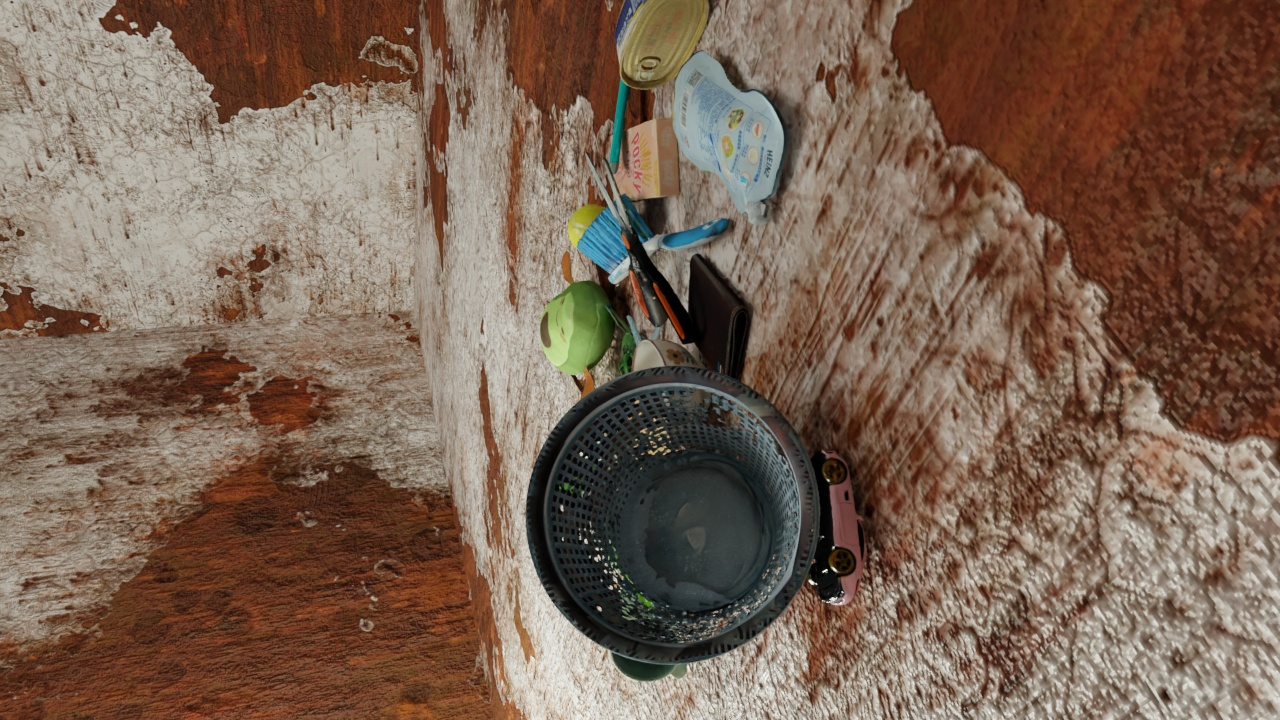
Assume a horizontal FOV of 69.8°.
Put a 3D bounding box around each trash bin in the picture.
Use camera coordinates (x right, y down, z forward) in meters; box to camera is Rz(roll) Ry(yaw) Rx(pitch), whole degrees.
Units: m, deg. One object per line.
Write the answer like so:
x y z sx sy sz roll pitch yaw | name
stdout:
0.038 0.136 0.785 0.195 0.227 0.226 54 -157 -72 | trash bin

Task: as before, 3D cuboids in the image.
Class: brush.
0.007 -0.142 1.021 0.109 0.060 0.315 54 160 -1 | brush

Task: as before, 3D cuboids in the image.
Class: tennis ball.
-0.063 -0.171 1.201 0.065 0.065 0.065 174 90 -71 | tennis ball

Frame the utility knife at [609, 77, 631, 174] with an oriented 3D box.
-0.017 -0.319 1.065 0.029 0.013 0.209 -159 77 -71 | utility knife

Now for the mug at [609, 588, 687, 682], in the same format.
0.014 0.330 1.100 0.112 0.082 0.106 45 -175 -9 | mug

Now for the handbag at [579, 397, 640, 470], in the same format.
-0.029 0.141 1.226 0.178 0.063 0.164 59 152 21 | handbag

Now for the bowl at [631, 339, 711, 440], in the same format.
0.037 0.030 0.981 0.114 0.062 0.113 171 90 -70 | bowl

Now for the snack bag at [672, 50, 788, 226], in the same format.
0.081 -0.203 0.832 0.191 0.038 0.110 -123 38 -49 | snack bag

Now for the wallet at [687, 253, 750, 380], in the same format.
0.074 -0.039 0.925 0.122 0.020 0.096 -120 31 -54 | wallet

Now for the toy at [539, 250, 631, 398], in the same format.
-0.089 -0.043 1.280 0.247 0.090 0.227 139 120 -69 | toy

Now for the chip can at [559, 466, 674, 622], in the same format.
-0.018 0.212 1.107 0.236 0.072 0.072 42 136 45 | chip can

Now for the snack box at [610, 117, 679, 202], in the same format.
0.002 -0.228 1.060 0.157 0.026 0.084 -163 68 -69 | snack box

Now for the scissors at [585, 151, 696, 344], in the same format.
0.004 -0.108 0.964 0.222 0.021 0.221 56 169 30 | scissors

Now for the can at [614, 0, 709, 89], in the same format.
0.018 -0.336 0.914 0.148 0.074 0.049 126 137 -63 | can

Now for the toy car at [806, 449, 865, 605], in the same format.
0.154 0.130 0.724 0.056 0.037 0.122 119 153 -62 | toy car

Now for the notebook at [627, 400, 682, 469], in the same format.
0.031 0.122 0.971 0.207 0.008 0.148 58 160 -4 | notebook

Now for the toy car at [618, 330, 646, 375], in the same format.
-0.007 0.007 1.143 0.043 0.036 0.091 123 142 -63 | toy car

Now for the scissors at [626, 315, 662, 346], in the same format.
0.003 0.007 1.094 0.129 0.017 0.133 -40 63 36 | scissors
